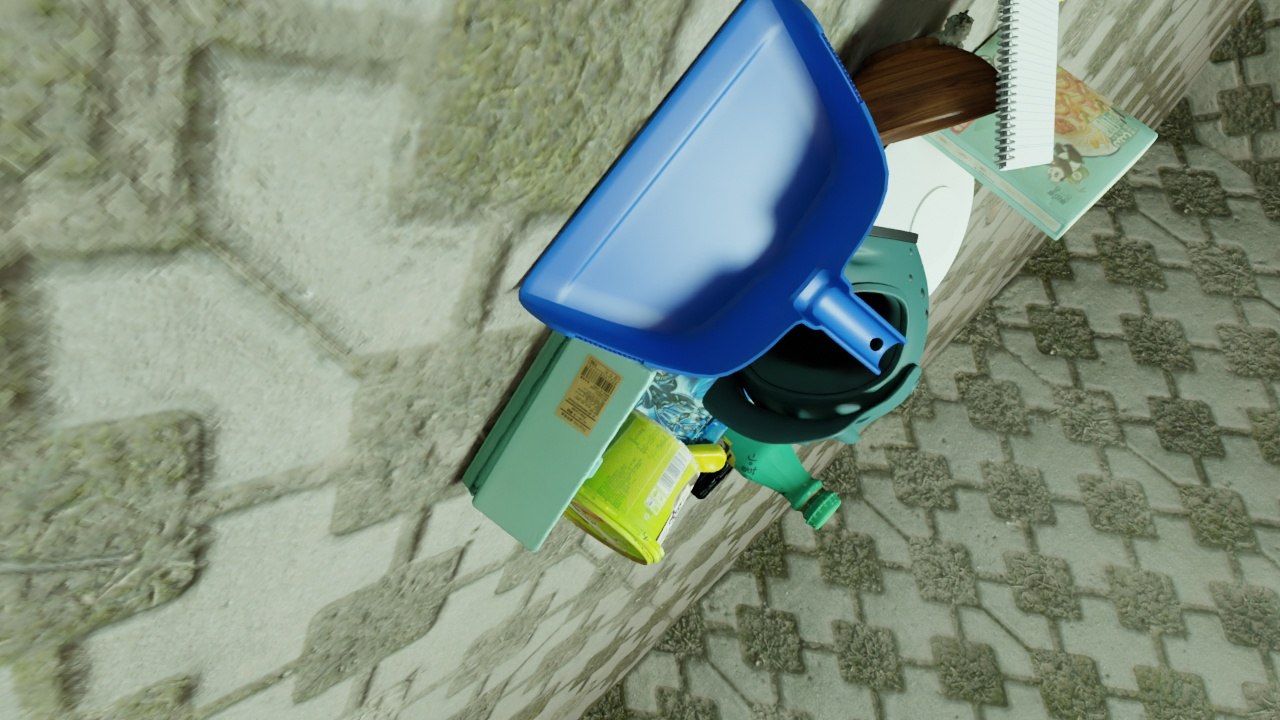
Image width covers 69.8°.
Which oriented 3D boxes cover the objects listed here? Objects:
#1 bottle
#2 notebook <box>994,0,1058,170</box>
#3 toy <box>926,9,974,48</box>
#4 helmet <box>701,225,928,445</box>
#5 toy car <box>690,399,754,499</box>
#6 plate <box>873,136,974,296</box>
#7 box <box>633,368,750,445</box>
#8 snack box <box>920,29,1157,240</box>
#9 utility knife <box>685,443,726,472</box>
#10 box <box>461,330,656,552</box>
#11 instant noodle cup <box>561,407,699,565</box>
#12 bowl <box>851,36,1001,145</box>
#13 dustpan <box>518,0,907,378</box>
[{"bbox_3d":[0.131,0.099,1.016,0.068,0.209,0.068,-40,161,-18],"label":"bottle"},{"bbox_3d":[0.301,-0.274,0.702,0.177,0.013,0.246,-20,111,-54],"label":"notebook"},{"bbox_3d":[0.255,-0.255,0.831,0.109,0.041,0.096,-40,163,-2],"label":"toy"},{"bbox_3d":[0.154,-0.020,0.804,0.274,0.177,0.200,-13,112,-66],"label":"helmet"},{"bbox_3d":[0.102,0.065,1.111,0.191,0.094,0.071,-43,141,-11],"label":"toy car"},{"bbox_3d":[0.315,-0.151,1.019,0.228,0.030,0.230,-19,122,-35],"label":"plate"},{"bbox_3d":[0.008,0.068,0.960,0.115,0.093,0.244,25,114,-28],"label":"box"},{"bbox_3d":[0.395,-0.233,0.933,0.141,0.193,0.044,-42,164,-13],"label":"snack box"},{"bbox_3d":[0.003,0.098,0.906,0.172,0.020,0.029,0,123,-20],"label":"utility knife"},{"bbox_3d":[-0.054,0.054,0.704,0.189,0.093,0.077,-55,159,24],"label":"box"},{"bbox_3d":[-0.021,0.103,0.818,0.097,0.146,0.146,-54,164,-18],"label":"instant noodle cup"},{"bbox_3d":[0.215,-0.218,0.738,0.147,0.069,0.147,-14,-174,1],"label":"bowl"},{"bbox_3d":[0.093,-0.067,0.619,0.257,0.059,0.246,32,103,-38],"label":"dustpan"}]
